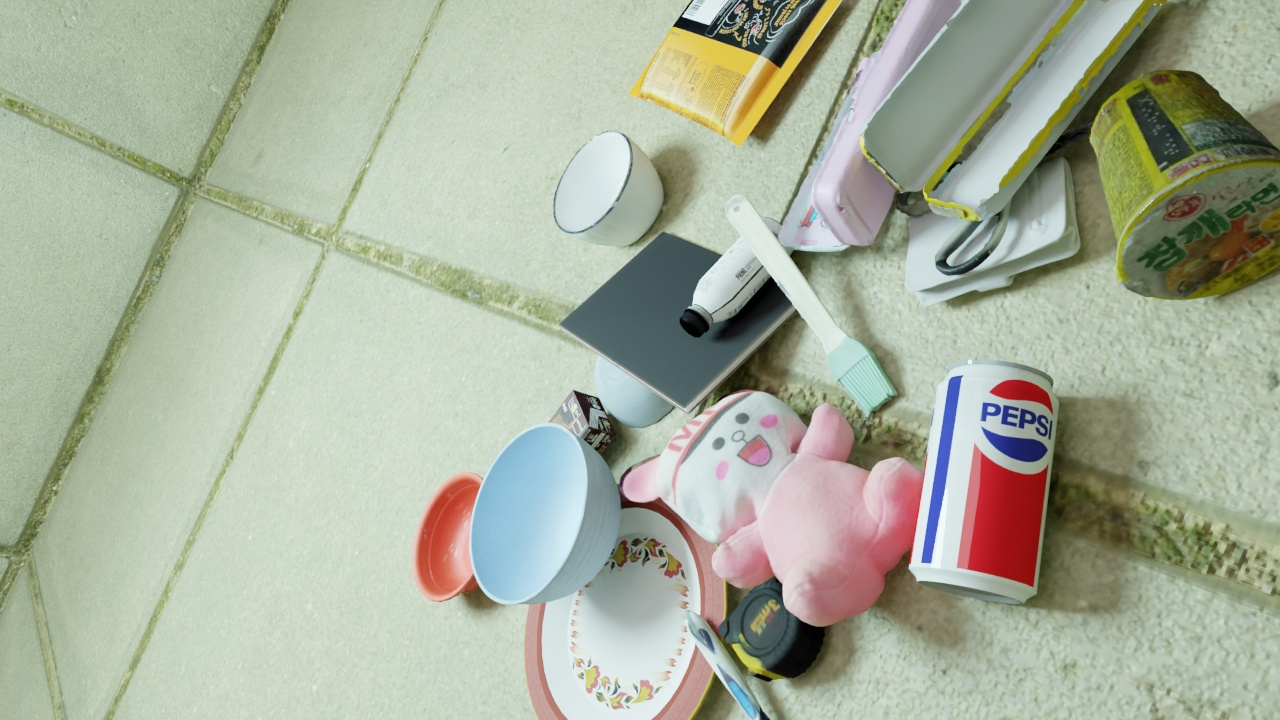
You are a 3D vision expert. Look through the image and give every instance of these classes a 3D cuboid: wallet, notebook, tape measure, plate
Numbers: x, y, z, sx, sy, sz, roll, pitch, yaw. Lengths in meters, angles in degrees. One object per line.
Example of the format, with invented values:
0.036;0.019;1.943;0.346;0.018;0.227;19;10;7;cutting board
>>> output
0.239;-0.086;0.627;0.116;0.032;0.086;-18;47;44;wallet
0.030;-0.042;0.804;0.141;0.008;0.209;-43;38;-12;notebook
0.096;0.185;0.631;0.067;0.038;0.062;-53;32;8;tape measure
-0.014;0.211;0.748;0.230;0.021;0.229;-25;53;38;plate

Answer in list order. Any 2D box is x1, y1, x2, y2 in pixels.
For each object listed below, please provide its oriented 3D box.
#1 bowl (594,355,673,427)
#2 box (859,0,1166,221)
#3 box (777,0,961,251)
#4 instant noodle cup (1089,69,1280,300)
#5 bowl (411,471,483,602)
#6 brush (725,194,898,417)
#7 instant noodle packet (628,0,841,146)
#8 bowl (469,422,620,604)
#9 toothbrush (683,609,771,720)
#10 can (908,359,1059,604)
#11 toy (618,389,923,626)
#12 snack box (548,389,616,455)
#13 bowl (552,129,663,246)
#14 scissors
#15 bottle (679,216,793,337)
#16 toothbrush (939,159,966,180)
-0.005;0.005;0.835;0.107;0.039;0.106;-25;53;38;bowl
0.245;-0.197;0.606;0.210;0.080;0.084;-51;27;-3;box
0.165;-0.184;0.700;0.103;0.101;0.201;18;76;44;box
0.305;-0.104;0.519;0.102;0.102;0.108;-32;40;33;instant noodle cup
-0.174;0.180;0.921;0.131;0.045;0.130;-25;53;37;bowl
0.123;-0.050;0.702;0.033;0.012;0.217;-44;59;23;brush
0.084;-0.308;0.911;0.160;0.032;0.221;-55;40;7;instant noodle packet
-0.069;0.134;0.771;0.151;0.074;0.150;-24;54;38;bowl
0.078;0.241;0.613;0.016;0.017;0.189;-47;51;10;toothbrush
0.204;0.072;0.545;0.070;0.070;0.132;-3;68;47;can
0.090;0.092;0.645;0.141;0.084;0.213;-47;42;-14;toy
-0.082;0.098;0.863;0.141;0.031;0.051;-53;40;23;snack box
-0.028;-0.167;0.932;0.117;0.065;0.116;-25;53;37;bowl
0.240;-0.124;0.619;0.169;0.012;0.157;2;62;55;scissors
0.076;-0.066;0.752;0.115;0.041;0.041;-47;36;-16;bottle
0.204;-0.141;0.703;0.181;0.016;0.016;1;62;48;toothbrush
